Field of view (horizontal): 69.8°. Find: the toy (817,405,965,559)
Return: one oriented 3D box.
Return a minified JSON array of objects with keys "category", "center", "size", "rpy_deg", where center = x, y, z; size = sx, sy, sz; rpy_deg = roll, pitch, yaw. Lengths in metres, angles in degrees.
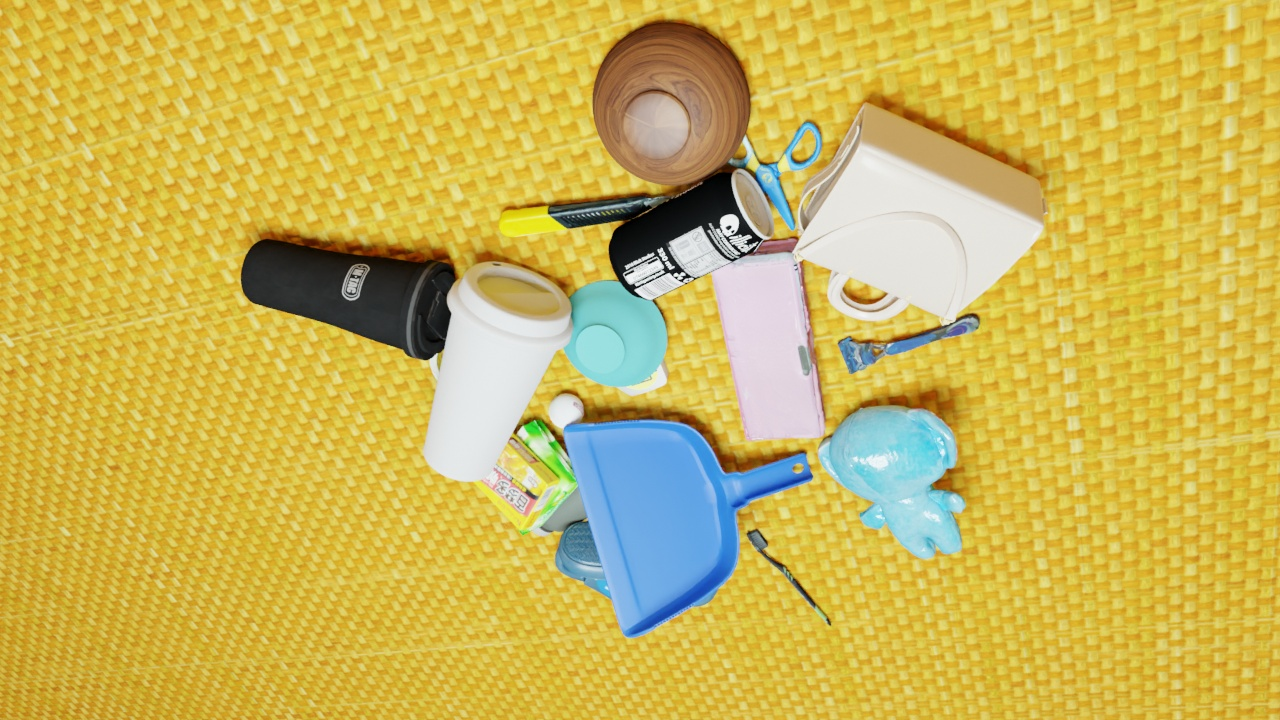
[{"category":"toy","center":[0.286,0.124,0.984],"size":[0.180,0.114,0.184],"rpy_deg":[55,141,-4]}]

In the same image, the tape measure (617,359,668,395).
[{"category":"tape measure","center":[-0.006,0.006,1.016],"size":[0.064,0.016,0.065],"rpy_deg":[-17,119,22]}]

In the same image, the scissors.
[{"category":"scissors","center":[0.115,-0.179,0.868],"size":[0.125,0.016,0.126],"rpy_deg":[30,125,-4]}]

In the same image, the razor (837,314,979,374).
[{"category":"razor","center":[0.275,-0.020,0.940],"size":[0.141,0.018,0.044],"rpy_deg":[-18,118,22]}]

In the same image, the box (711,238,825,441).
[{"category":"box","center":[0.135,-0.013,0.960],"size":[0.098,0.041,0.233],"rpy_deg":[-5,123,14]}]

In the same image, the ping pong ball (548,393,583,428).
[{"category":"ping pong ball","center":[-0.085,0.058,1.053],"size":[0.040,0.040,0.040],"rpy_deg":[5,125,8]}]

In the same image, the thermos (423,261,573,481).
[{"category":"thermos","center":[-0.162,0.019,0.974],"size":[0.131,0.131,0.222],"rpy_deg":[22,118,-4]}]

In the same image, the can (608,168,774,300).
[{"category":"can","center":[0.047,-0.118,0.875],"size":[0.146,0.080,0.080],"rpy_deg":[-24,116,30]}]

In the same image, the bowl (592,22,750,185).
[{"category":"bowl","center":[0.021,-0.218,0.819],"size":[0.147,0.068,0.147],"rpy_deg":[7,123,12]}]

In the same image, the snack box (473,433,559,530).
[{"category":"snack box","center":[-0.166,0.120,1.071],"size":[0.152,0.025,0.075],"rpy_deg":[41,117,20]}]

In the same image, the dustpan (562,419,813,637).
[{"category":"dustpan","center":[0.071,0.156,1.040],"size":[0.257,0.060,0.245],"rpy_deg":[-16,87,-13]}]

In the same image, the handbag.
[{"category":"handbag","center":[0.235,-0.110,0.852],"size":[0.194,0.101,0.198],"rpy_deg":[23,137,-4]}]

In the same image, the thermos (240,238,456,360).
[{"category":"thermos","center":[-0.308,-0.073,0.979],"size":[0.219,0.105,0.106],"rpy_deg":[13,125,9]}]

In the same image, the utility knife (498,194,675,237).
[{"category":"utility knife","center":[-0.047,-0.147,0.919],"size":[0.198,0.020,0.029],"rpy_deg":[-4,146,13]}]

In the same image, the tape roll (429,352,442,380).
[{"category":"tape roll","center":[-0.194,0.004,1.051],"size":[0.094,0.019,0.094],"rpy_deg":[5,125,8]}]

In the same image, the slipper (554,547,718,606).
[{"category":"slipper","center":[-0.005,0.270,1.171],"size":[0.214,0.059,0.104],"rpy_deg":[13,123,1]}]

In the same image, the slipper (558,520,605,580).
[{"category":"slipper","center":[0.007,0.238,1.096],"size":[0.213,0.103,0.059],"rpy_deg":[5,127,-15]}]

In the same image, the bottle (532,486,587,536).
[{"category":"bottle","center":[-0.089,0.173,1.120],"size":[0.109,0.060,0.060],"rpy_deg":[-35,111,29]}]

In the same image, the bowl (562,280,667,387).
[{"category":"bowl","center":[-0.036,-0.020,0.971],"size":[0.121,0.046,0.121],"rpy_deg":[6,113,14]}]

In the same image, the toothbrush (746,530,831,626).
[{"category":"toothbrush","center":[0.193,0.277,1.161],"size":[0.017,0.014,0.188],"rpy_deg":[-33,112,20]}]

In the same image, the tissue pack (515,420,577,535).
[{"category":"tissue pack","center":[-0.130,0.136,1.087],"size":[0.099,0.034,0.114],"rpy_deg":[50,118,18]}]
